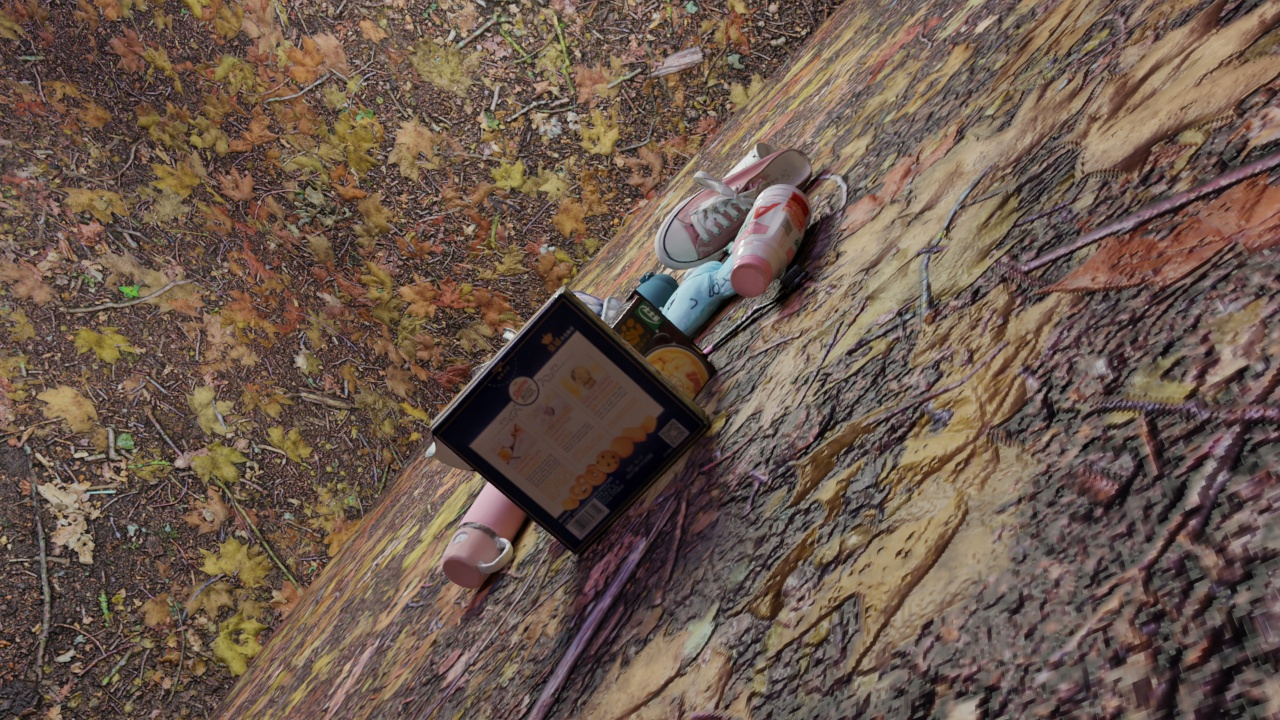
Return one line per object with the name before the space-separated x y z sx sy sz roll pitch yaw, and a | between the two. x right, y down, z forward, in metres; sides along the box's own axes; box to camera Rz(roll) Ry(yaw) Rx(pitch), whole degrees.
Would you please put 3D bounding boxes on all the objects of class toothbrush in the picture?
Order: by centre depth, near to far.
toothbrush | 0.109 -0.044 0.967 0.190 0.018 0.014 -40 3 42

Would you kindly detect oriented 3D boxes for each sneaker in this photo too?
sneaker | 0.122 -0.206 1.213 0.241 0.118 0.088 -32 -4 4

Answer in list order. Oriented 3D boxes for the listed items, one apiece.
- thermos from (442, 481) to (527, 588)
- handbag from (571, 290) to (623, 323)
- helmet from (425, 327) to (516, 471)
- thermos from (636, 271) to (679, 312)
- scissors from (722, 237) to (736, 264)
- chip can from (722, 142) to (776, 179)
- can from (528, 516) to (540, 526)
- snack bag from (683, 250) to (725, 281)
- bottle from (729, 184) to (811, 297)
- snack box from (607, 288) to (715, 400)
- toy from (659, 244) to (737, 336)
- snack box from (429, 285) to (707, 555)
thermos | -0.167 0.188 1.121 0.087 0.067 0.198 -11 28 27
handbag | -0.038 -0.008 1.045 0.076 0.134 0.193 -59 13 23
helmet | -0.232 0.087 1.514 0.259 0.146 0.228 -55 6 20
thermos | 0.001 -0.061 1.259 0.070 0.070 0.219 -42 7 30
scissors | 0.103 -0.121 1.267 0.176 0.019 0.174 -43 13 20
chip can | 0.134 -0.243 1.436 0.215 0.071 0.071 -41 13 37
can | -0.069 0.118 0.988 0.053 0.053 0.132 -33 18 54
snack bag | 0.093 -0.141 1.354 0.104 0.026 0.048 -48 -2 -1
bottle | 0.137 -0.127 0.989 0.068 0.068 0.196 -41 11 35
snack box | 0.006 0.003 0.938 0.125 0.113 0.053 -52 12 -17
toy | 0.082 -0.088 1.135 0.157 0.050 0.161 -15 38 57
snack box | -0.064 0.056 0.838 0.178 0.182 0.045 -45 10 12
